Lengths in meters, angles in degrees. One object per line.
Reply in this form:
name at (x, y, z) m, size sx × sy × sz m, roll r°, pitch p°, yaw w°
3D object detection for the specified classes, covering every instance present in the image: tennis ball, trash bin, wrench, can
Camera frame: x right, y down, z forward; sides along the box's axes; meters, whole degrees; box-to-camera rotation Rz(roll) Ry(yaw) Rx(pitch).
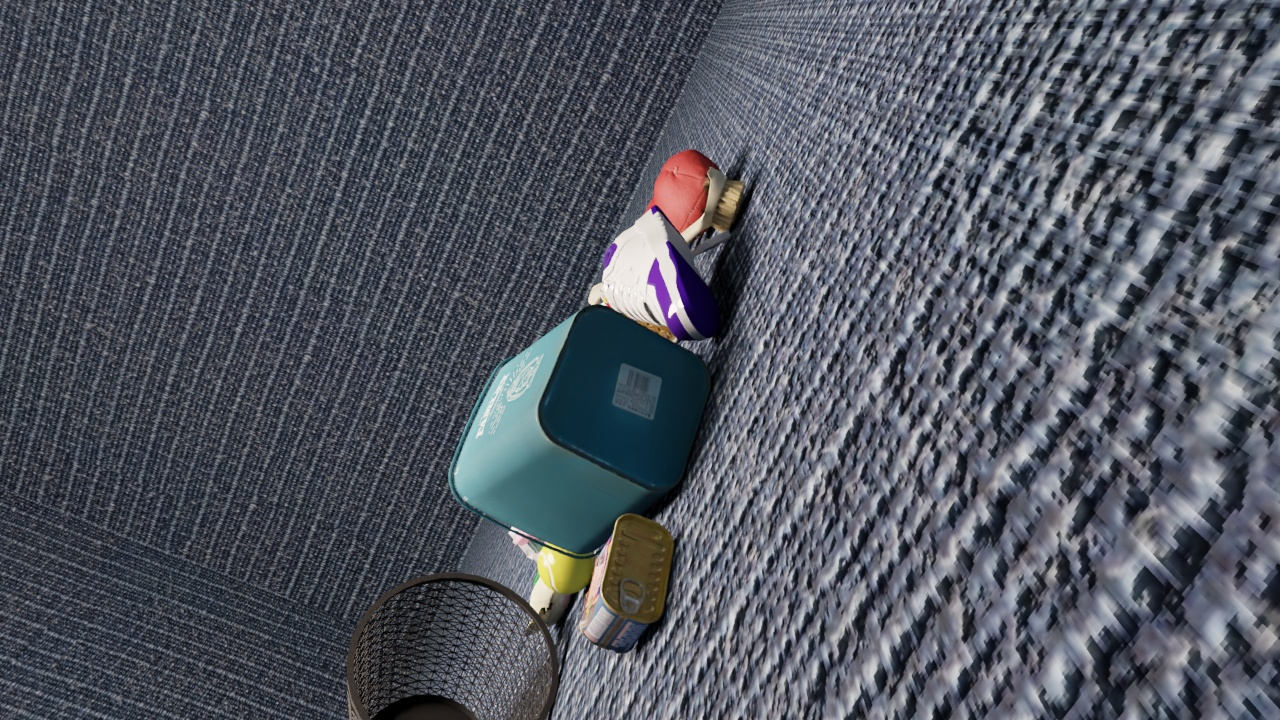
tennis ball at (-0.083, 0.229, 1.031) m, size 0.065 × 0.065 × 0.065 m, roll -158°, pitch 92°, yaw -82°
trash bin at (-0.055, 0.069, 0.927) m, size 0.219 × 0.199 × 0.196 m, roll -40°, pitch 27°, yaw 58°
wrench at (0.005, -0.099, 1.163) m, size 0.274 × 0.009 × 0.047 m, roll -27°, pitch 1°, yaw 34°
trash bin at (-0.226, 0.398, 1.027) m, size 0.216 × 0.217 × 0.244 m, roll -76°, pitch 6°, yaw -50°
can at (-0.012, 0.183, 0.753) m, size 0.099 × 0.054 × 0.059 m, roll -75°, pitch 11°, yaw -50°

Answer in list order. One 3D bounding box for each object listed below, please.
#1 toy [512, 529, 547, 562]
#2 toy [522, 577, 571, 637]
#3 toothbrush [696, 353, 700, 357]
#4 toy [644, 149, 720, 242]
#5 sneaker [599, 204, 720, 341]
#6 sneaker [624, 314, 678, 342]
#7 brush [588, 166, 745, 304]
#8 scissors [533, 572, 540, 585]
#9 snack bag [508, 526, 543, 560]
toy at (-0.089, 0.189, 1.146) m, size 0.158 × 0.067 × 0.123 m, roll -40°, pitch 13°, yaw 31°
toy at (-0.110, 0.286, 1.101) m, size 0.112 × 0.050 × 0.087 m, roll -89°, pitch 18°, yaw -49°
toothbrush at (0.033, 0.017, 1.065) m, size 0.190 × 0.017 × 0.016 m, roll 138°, pitch 155°, yaw -71°
toy at (0.060, -0.218, 1.306) m, size 0.216 × 0.099 × 0.147 m, roll 127°, pitch 158°, yaw -77°
sneaker at (0.008, -0.081, 1.015) m, size 0.111 × 0.092 × 0.244 m, roll -36°, pitch 30°, yaw 12°
sneaker at (0.017, -0.069, 1.197) m, size 0.079 × 0.087 × 0.236 m, roll -62°, pitch 4°, yaw -9°
brush at (0.028, -0.145, 1.169) m, size 0.273 × 0.077 × 0.061 m, roll -36°, pitch 4°, yaw 32°
scissors at (-0.136, 0.302, 1.351) m, size 0.126 × 0.011 × 0.131 m, roll -59°, pitch 8°, yaw 36°
snack bag at (-0.144, 0.231, 1.360) m, size 0.115 × 0.036 × 0.077 m, roll -63°, pitch -38°, yaw -33°
